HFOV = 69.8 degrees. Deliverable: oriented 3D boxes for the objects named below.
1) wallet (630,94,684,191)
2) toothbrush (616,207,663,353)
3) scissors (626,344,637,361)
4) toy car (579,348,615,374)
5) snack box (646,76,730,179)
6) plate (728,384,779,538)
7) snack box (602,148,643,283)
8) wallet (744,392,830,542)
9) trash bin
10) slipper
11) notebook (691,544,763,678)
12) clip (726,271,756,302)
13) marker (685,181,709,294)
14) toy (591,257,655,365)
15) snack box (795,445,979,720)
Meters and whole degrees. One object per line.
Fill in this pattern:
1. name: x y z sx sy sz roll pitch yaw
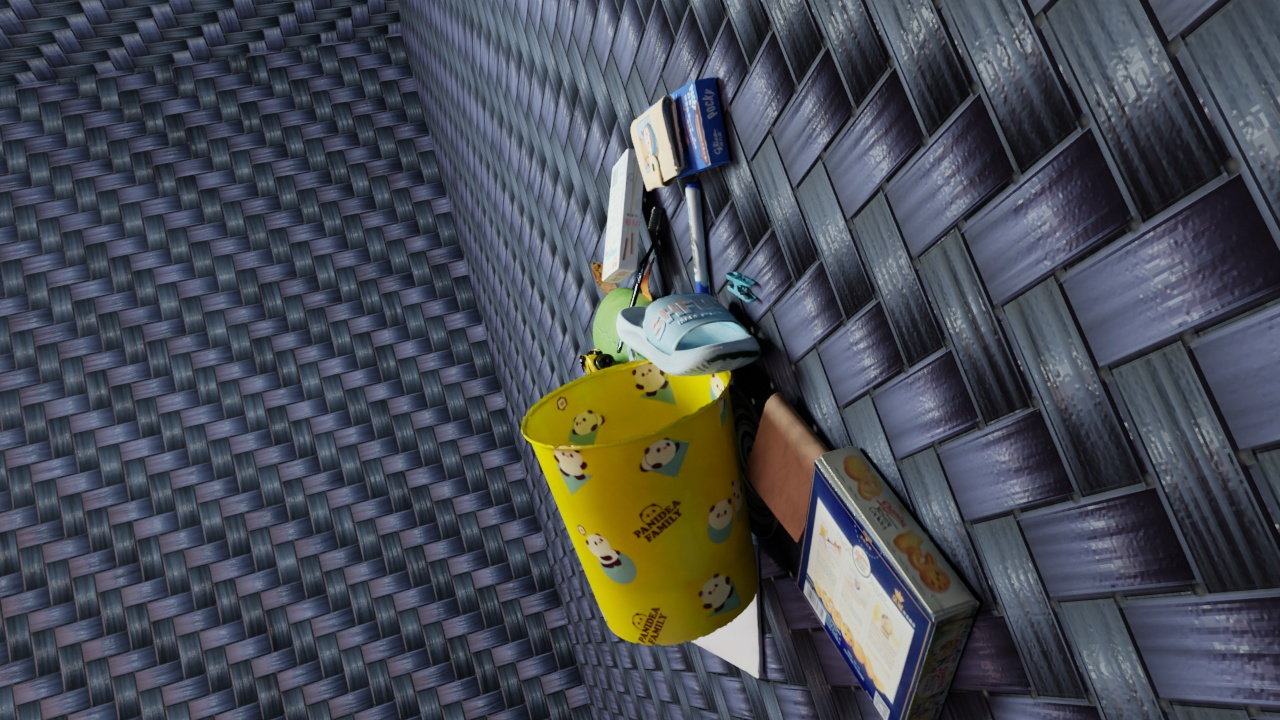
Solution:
1. wallet: 0.020 -0.229 0.990 0.115 0.024 0.087 -175 76 -72
2. toothbrush: -0.003 -0.100 1.138 0.014 0.016 0.189 -157 83 -70
3. scissors: -0.007 0.007 1.139 0.057 0.017 0.133 31 140 52
4. toy car: -0.030 0.053 1.174 0.156 0.041 0.071 58 167 16
5. snack box: 0.048 -0.241 0.973 0.157 0.026 0.084 -164 61 -72
6. plate: 0.123 0.110 1.026 0.180 0.024 0.179 166 90 -76
7. snack box: -0.022 -0.183 1.176 0.085 0.027 0.156 160 115 -74
8. wallet: 0.145 0.105 0.898 0.101 0.020 0.115 55 144 38
9. trash bin: 0.014 0.153 1.010 0.229 0.229 0.255 -145 38 -67
10. slipper: 0.046 -0.039 1.001 0.245 0.104 0.074 -152 57 -62
11. notebook: 0.090 0.299 1.184 0.150 0.012 0.209 17 124 37
12. clip: 0.104 -0.076 0.946 0.056 0.014 0.043 -136 36 -64
13. marker: 0.065 -0.127 1.030 0.017 0.017 0.146 -137 36 -63
14. toy: -0.009 -0.033 1.239 0.247 0.089 0.227 -136 47 -56
15. snack box: 0.201 0.199 0.787 0.177 0.045 0.183 -121 23 -46
